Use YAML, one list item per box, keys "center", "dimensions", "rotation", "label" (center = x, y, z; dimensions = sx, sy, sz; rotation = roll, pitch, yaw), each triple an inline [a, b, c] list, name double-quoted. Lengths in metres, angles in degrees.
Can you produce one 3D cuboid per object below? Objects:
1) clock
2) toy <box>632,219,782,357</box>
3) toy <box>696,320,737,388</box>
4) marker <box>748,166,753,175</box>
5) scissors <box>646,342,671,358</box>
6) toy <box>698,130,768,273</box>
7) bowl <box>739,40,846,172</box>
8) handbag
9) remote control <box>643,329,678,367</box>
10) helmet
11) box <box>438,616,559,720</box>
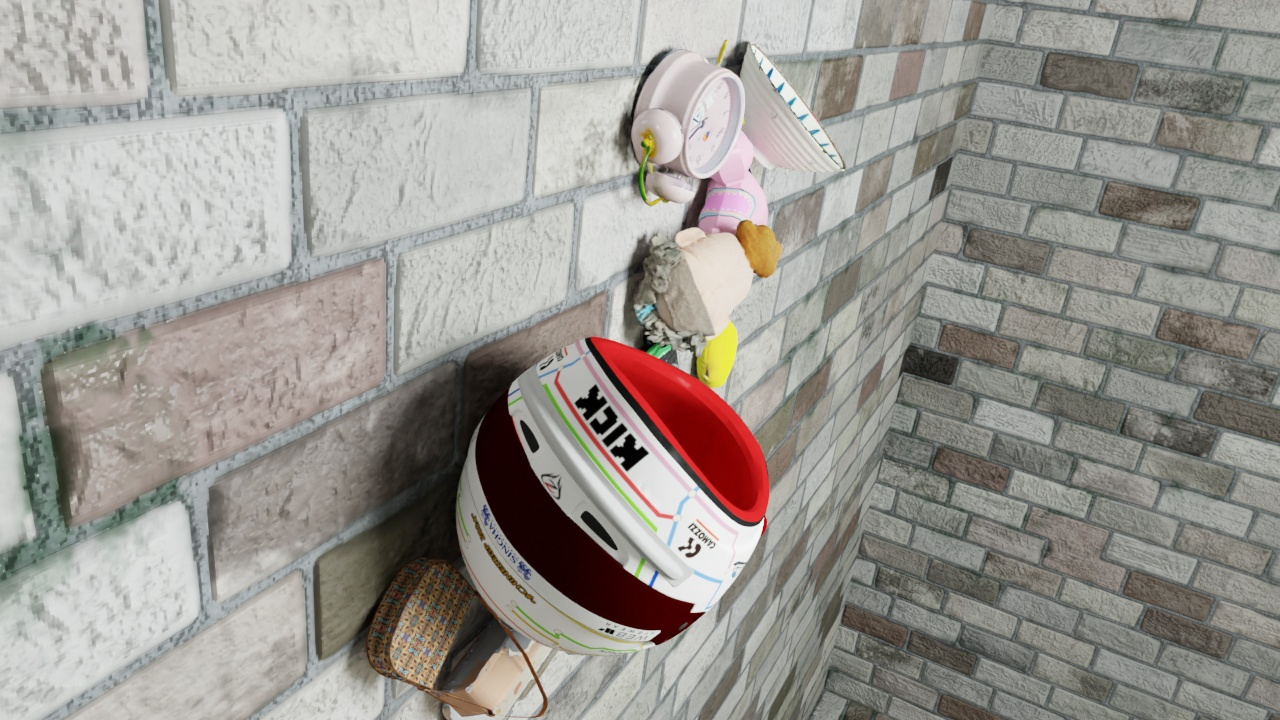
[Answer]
- center: [0.039, -0.215, 0.862]
  dimensions: [0.157, 0.059, 0.117]
  rotation: [-54, 151, -20]
  label: "clock"
- center: [0.068, -0.088, 0.954]
  dimensions: [0.175, 0.076, 0.133]
  rotation: [-28, 118, -14]
  label: "toy"
- center: [0.101, -0.010, 1.183]
  dimensions: [0.094, 0.041, 0.096]
  rotation: [-57, 152, -43]
  label: "toy"
- center: [0.133, -0.224, 1.135]
  dimensions: [0.123, 0.015, 0.018]
  rotation: [60, 17, -58]
  label: "marker"
- center: [-0.002, 0.017, 0.974]
  dimensions: [0.131, 0.013, 0.078]
  rotation: [-30, 130, -41]
  label: "scissors"
- center: [0.096, -0.174, 1.010]
  dimensions: [0.158, 0.067, 0.123]
  rotation: [64, 38, -53]
  label: "toy"
- center: [0.152, -0.266, 1.036]
  dimensions: [0.071, 0.177, 0.177]
  rotation: [-36, 168, 23]
  label: "bowl"
- center: [-0.140, 0.241, 0.750]
  dimensions: [0.196, 0.043, 0.093]
  rotation: [49, 49, -36]
  label: "handbag"
- center: [0.025, 0.010, 1.051]
  dimensions: [0.045, 0.021, 0.141]
  rotation: [-49, 150, -26]
  label: "remote control"
- center: [-0.032, 0.119, 0.736]
  dimensions: [0.236, 0.231, 0.314]
  rotation: [-43, 162, 12]
  label: "helmet"
- center: [-0.096, 0.265, 0.883]
  dimensions: [0.121, 0.094, 0.216]
  rotation: [-36, -168, 49]
  label: "box"
